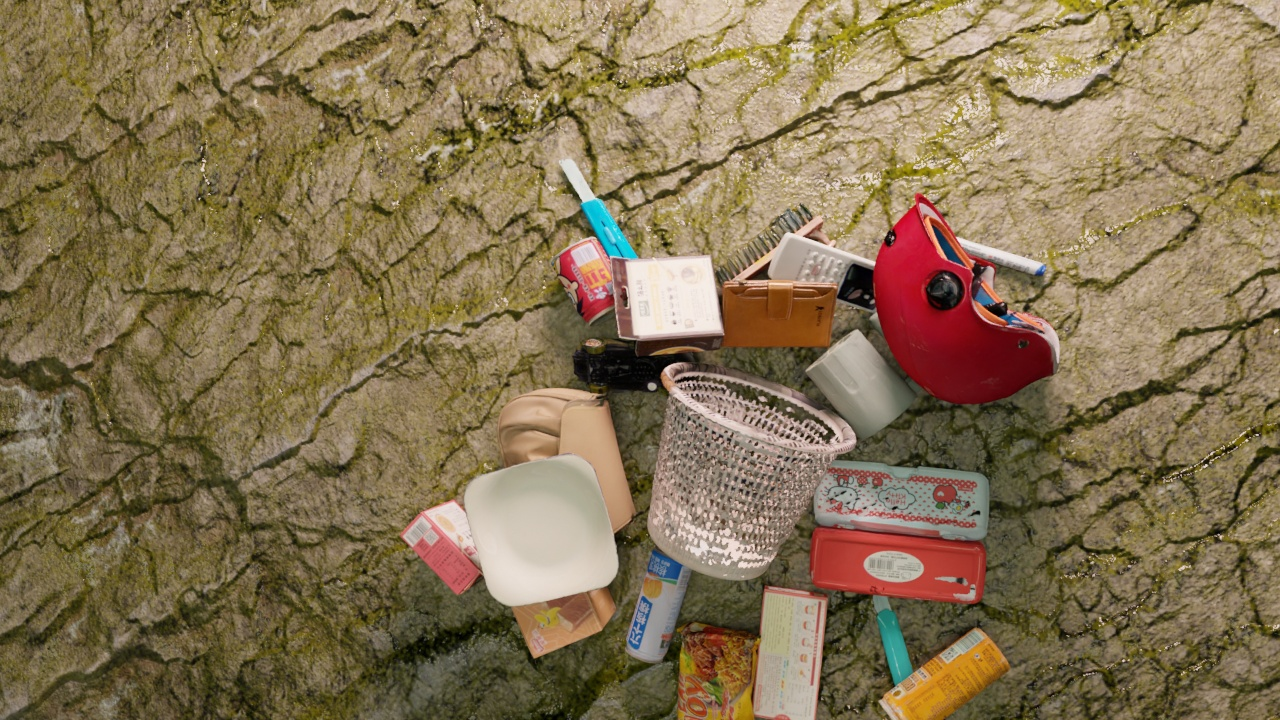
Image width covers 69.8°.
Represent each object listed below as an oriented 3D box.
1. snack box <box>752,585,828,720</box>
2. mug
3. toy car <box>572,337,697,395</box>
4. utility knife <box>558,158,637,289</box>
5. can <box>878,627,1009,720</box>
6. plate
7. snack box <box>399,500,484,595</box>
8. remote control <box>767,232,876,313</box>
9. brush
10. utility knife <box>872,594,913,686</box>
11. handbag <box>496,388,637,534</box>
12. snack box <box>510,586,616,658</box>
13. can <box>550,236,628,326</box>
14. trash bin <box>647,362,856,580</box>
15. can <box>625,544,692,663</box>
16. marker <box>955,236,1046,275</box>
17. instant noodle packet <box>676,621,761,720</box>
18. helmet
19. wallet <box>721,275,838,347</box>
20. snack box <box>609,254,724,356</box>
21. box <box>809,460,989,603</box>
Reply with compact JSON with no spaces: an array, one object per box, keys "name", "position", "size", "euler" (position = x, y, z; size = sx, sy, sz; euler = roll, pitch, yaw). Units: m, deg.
[{"name":"snack box","position":[0.180,0.356,1.111],"size":[0.077,0.027,0.156],"euler":[6,91,10]},{"name":"mug","position":[0.269,0.015,1.071],"size":[0.123,0.084,0.103],"euler":[-40,87,-15]},{"name":"toy car","position":[-0.007,0.007,1.132],"size":[0.158,0.042,0.070],"euler":[3,118,11]},{"name":"utility knife","position":[-0.046,-0.169,1.157],"size":[0.034,0.018,0.208],"euler":[-32,83,9]},{"name":"can","position":[0.349,0.373,1.055],"size":[0.146,0.058,0.058],"euler":[-36,84,-1]},{"name":"plate","position":[-0.113,0.195,1.066],"size":[0.164,0.034,0.163],"euler":[-14,94,8]},{"name":"snack box","position":[-0.222,0.238,1.139],"size":[0.127,0.113,0.044],"euler":[44,95,7]},{"name":"remote control","position":[0.226,-0.101,1.073],"size":[0.150,0.021,0.058],"euler":[16,113,-13]},{"name":"brush","position":[0.158,-0.121,1.098],"size":[0.146,0.063,0.073],"euler":[-37,86,9]},{"name":"utility knife","position":[0.310,0.358,1.096],"size":[0.029,0.013,0.178],"euler":[-16,84,7]},{"name":"handbag","position":[-0.094,0.134,1.122],"size":[0.148,0.099,0.204],"euler":[-13,93,15]},{"name":"snack box","position":[-0.093,0.301,1.127],"size":[0.094,0.092,0.077],"euler":[-25,86,9]},{"name":"can","position":[-0.060,-0.096,1.134],"size":[0.066,0.066,0.094],"euler":[-31,85,8]},{"name":"trash bin","position":[0.105,0.131,1.045],"size":[0.227,0.227,0.192],"euler":[20,106,9]},{"name":"can","position":[0.023,0.298,1.126],"size":[0.053,0.053,0.134],"euler":[17,93,10]},{"name":"marker","position":[0.401,-0.128,1.078],"size":[0.146,0.017,0.017],"euler":[19,93,10]},{"name":"instant noodle packet","position":[0.091,0.388,1.110],"size":[0.111,0.044,0.128],"euler":[3,90,30]},{"name":"helmet","position":[0.333,-0.050,1.005],"size":[0.144,0.206,0.240],"euler":[-43,80,25]},{"name":"wallet","position":[0.161,-0.060,1.075],"size":[0.131,0.119,0.035],"euler":[1,52,5]},{"name":"snack box","position":[0.029,-0.068,1.092],"size":[0.125,0.053,0.113],"euler":[-4,63,-5]},{"name":"box","position":[0.304,0.201,1.082],"size":[0.201,0.050,0.160],"euler":[4,87,9]}]
